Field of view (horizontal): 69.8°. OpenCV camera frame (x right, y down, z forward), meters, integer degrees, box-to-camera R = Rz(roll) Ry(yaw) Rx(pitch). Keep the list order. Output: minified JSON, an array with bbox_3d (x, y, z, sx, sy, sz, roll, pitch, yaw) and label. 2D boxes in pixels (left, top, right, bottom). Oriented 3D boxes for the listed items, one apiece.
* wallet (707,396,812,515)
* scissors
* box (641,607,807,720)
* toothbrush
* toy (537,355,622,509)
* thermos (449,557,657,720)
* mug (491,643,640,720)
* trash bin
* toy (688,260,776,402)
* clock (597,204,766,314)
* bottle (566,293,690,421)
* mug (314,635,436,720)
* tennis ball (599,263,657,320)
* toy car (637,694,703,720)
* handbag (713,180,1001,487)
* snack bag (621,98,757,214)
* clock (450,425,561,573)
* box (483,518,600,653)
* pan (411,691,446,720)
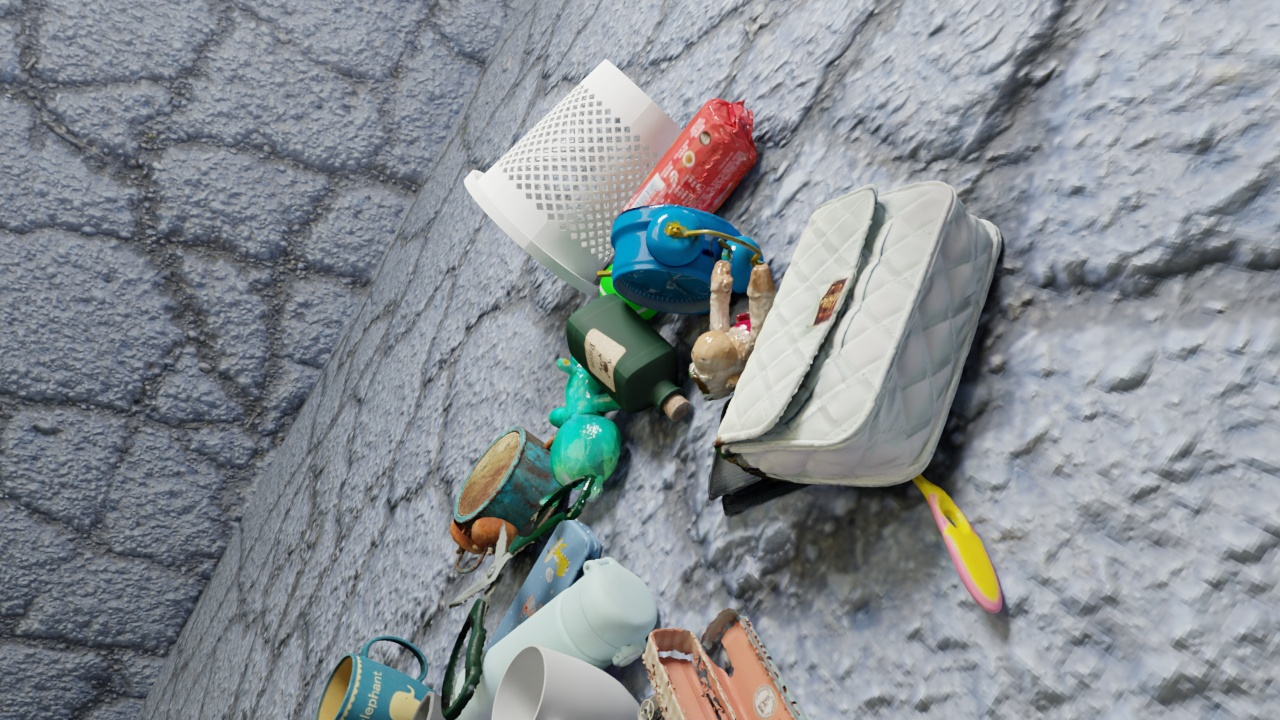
[{"bbox_3d":[0.091,0.052,0.646,0.115,0.026,0.089,-32,37,47],"label":"wallet"},{"bbox_3d":[-0.109,0.188,0.756,0.202,0.015,0.201,-42,24,30],"label":"scissors"},{"bbox_3d":[0.059,0.215,0.525,0.187,0.085,0.048,-126,33,-60],"label":"box"},{"bbox_3d":[0.162,0.080,0.491,0.135,0.021,0.016,-102,31,-56],"label":"toothbrush"},{"bbox_3d":[-0.052,0.051,0.856,0.131,0.072,0.193,-25,49,39],"label":"toy"},{"bbox_3d":[-0.072,0.232,0.720,0.207,0.065,0.078,-42,62,28],"label":"thermos"},{"bbox_3d":[-0.041,0.251,0.626,0.071,0.089,0.107,-62,25,1],"label":"mug"},{"bbox_3d":[-0.056,-0.211,1.022,0.200,0.195,0.195,-47,28,10],"label":"trash bin"},{"bbox_3d":[0.068,-0.018,0.696,0.106,0.074,0.085,-59,33,-4],"label":"toy"},{"bbox_3d":[0.037,-0.088,0.781,0.162,0.116,0.060,-19,56,60],"label":"clock"},{"bbox_3d":[-0.005,0.005,0.804,0.061,0.061,0.131,-31,55,-21],"label":"bottle"},{"bbox_3d":[-0.262,0.342,0.944,0.085,0.104,0.112,-33,36,46],"label":"mug"},{"bbox_3d":[-0.008,-0.070,0.907,0.066,0.065,0.065,-44,31,35],"label":"tennis ball"},{"bbox_3d":[0.011,0.236,0.574,0.040,0.037,0.092,-50,-5,29],"label":"toy car"},{"bbox_3d":[0.127,-0.020,0.565,0.139,0.072,0.194,-7,51,55],"label":"handbag"},{"bbox_3d":[0.049,-0.170,0.891,0.177,0.082,0.082,-50,28,26],"label":"snack bag"},{"bbox_3d":[-0.134,0.148,0.923,0.121,0.073,0.157,-17,40,57],"label":"clock"},{"bbox_3d":[-0.102,0.239,0.822,0.209,0.037,0.066,-62,28,3],"label":"box"},{"bbox_3d":[-0.182,0.381,0.737,0.178,0.041,0.358,-68,11,-12],"label":"pan"}]
